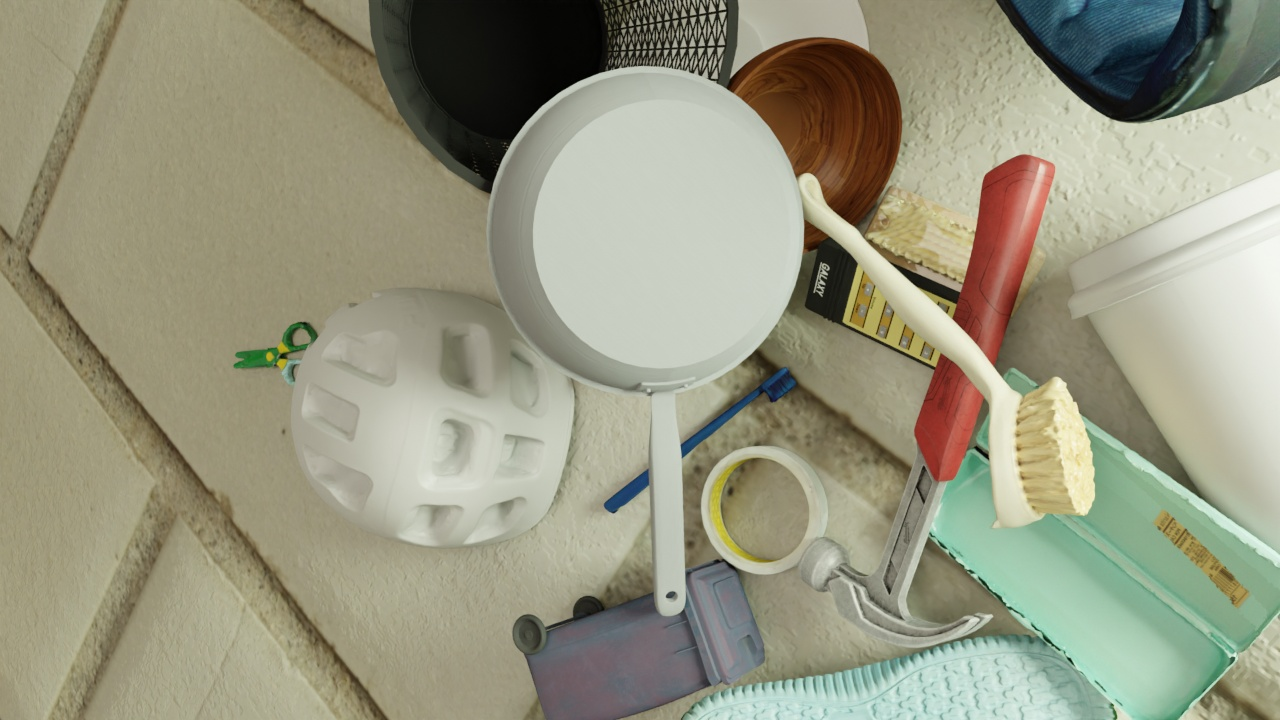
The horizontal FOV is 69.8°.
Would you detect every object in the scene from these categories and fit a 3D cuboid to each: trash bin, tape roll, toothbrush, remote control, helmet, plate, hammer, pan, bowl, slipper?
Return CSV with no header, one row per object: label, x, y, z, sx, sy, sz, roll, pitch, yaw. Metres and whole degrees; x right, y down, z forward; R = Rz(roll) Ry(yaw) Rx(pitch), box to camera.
trash bin,-0.078,-0.231,0.644,0.217,0.216,0.243,-67,21,10
tape roll,0.091,0.110,0.680,0.094,0.019,0.094,-2,86,30
toothbrush,0.043,0.066,0.712,0.190,0.016,0.017,-39,76,22
remote control,0.177,-0.034,0.626,0.133,0.013,0.058,29,134,28
helmet,-0.202,0.043,0.809,0.282,0.183,0.224,26,96,49
plate,0.059,-0.219,0.709,0.230,0.030,0.229,-2,86,30
hammer,0.194,0.031,0.571,0.126,0.036,0.316,30,111,47
helmet,0.298,-0.299,0.458,0.236,0.249,0.316,-21,75,-3
trash bin,0.002,0.208,0.686,0.161,0.093,0.092,-26,75,23
pan,0.014,0.001,0.571,0.200,0.051,0.357,-6,100,-12
bowl,0.099,-0.153,0.635,0.147,0.147,0.069,-57,35,15
slipper,0.156,0.247,0.585,0.276,0.069,0.115,-12,52,12

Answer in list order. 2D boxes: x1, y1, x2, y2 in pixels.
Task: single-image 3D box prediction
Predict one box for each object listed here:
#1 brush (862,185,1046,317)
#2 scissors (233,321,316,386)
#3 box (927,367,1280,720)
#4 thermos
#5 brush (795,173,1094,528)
brush,0.204,-0.075,0.614,0.117,0.039,0.049,31,102,25
scissors,-0.385,0.003,0.964,0.131,0.014,0.071,-12,81,28
box,0.263,0.107,0.541,0.187,0.057,0.138,46,121,37
thermos,0.335,0.023,0.493,0.132,0.131,0.221,-27,82,26
brush,0.167,-0.020,0.540,0.077,0.062,0.272,-39,59,16
